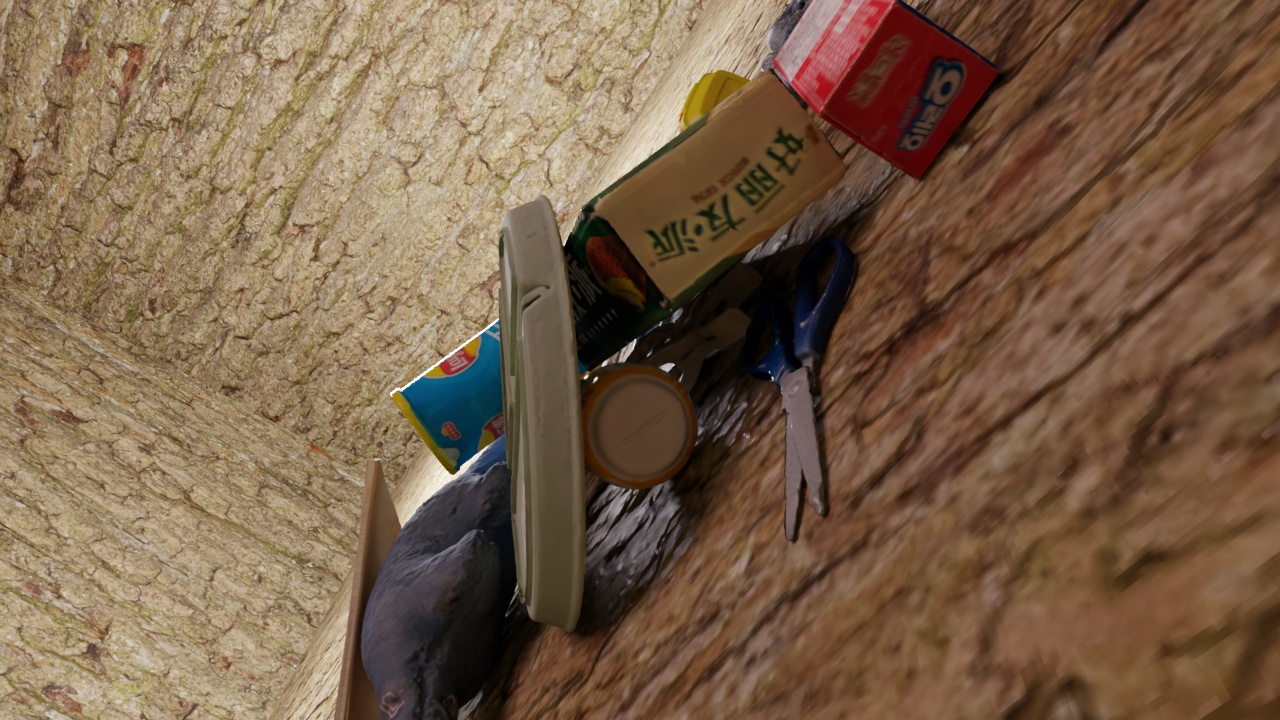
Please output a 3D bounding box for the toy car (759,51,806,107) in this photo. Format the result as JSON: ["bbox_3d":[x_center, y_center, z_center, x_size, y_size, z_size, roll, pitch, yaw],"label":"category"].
[{"bbox_3d":[0.096,-0.186,0.679,0.091,0.043,0.034,-50,46,15],"label":"toy car"}]

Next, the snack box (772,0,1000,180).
[{"bbox_3d":[0.113,-0.150,0.465,0.058,0.057,0.207,-57,11,22],"label":"snack box"}]

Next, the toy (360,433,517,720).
[{"bbox_3d":[-0.118,0.145,0.596,0.138,0.091,0.355,-43,18,24],"label":"toy"}]

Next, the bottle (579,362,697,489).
[{"bbox_3d":[-0.010,0.032,0.491,0.063,0.063,0.108,-60,11,-6],"label":"bottle"}]

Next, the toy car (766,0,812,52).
[{"bbox_3d":[0.136,-0.258,0.671,0.106,0.049,0.031,-48,19,44],"label":"toy car"}]

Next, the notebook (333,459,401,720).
[{"bbox_3d":[-0.189,0.197,0.651,0.150,0.012,0.211,100,169,-58],"label":"notebook"}]

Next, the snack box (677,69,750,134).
[{"bbox_3d":[0.060,-0.140,0.630,0.091,0.082,0.080,-69,2,-47],"label":"snack box"}]

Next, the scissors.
[{"bbox_3d":[0.059,0.014,0.381,0.126,0.012,0.173,-37,25,58],"label":"scissors"}]

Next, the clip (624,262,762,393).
[{"bbox_3d":[0.030,-0.009,0.521,0.100,0.034,0.070,-41,19,33],"label":"clip"}]

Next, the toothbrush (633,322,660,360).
[{"bbox_3d":[-0.004,0.004,0.668,0.187,0.016,0.017,-73,8,-50],"label":"toothbrush"}]

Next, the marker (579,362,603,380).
[{"bbox_3d":[-0.027,-0.025,0.841,0.123,0.015,0.018,-61,16,-23],"label":"marker"}]

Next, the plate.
[{"bbox_3d":[-0.057,0.028,0.489,0.230,0.027,0.230,176,91,-80],"label":"plate"}]

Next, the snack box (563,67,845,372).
[{"bbox_3d":[0.012,-0.063,0.513,0.114,0.063,0.240,-39,2,-14],"label":"snack box"}]

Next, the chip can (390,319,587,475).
[{"bbox_3d":[-0.069,-0.010,0.650,0.210,0.071,0.071,-37,7,-12],"label":"chip can"}]
